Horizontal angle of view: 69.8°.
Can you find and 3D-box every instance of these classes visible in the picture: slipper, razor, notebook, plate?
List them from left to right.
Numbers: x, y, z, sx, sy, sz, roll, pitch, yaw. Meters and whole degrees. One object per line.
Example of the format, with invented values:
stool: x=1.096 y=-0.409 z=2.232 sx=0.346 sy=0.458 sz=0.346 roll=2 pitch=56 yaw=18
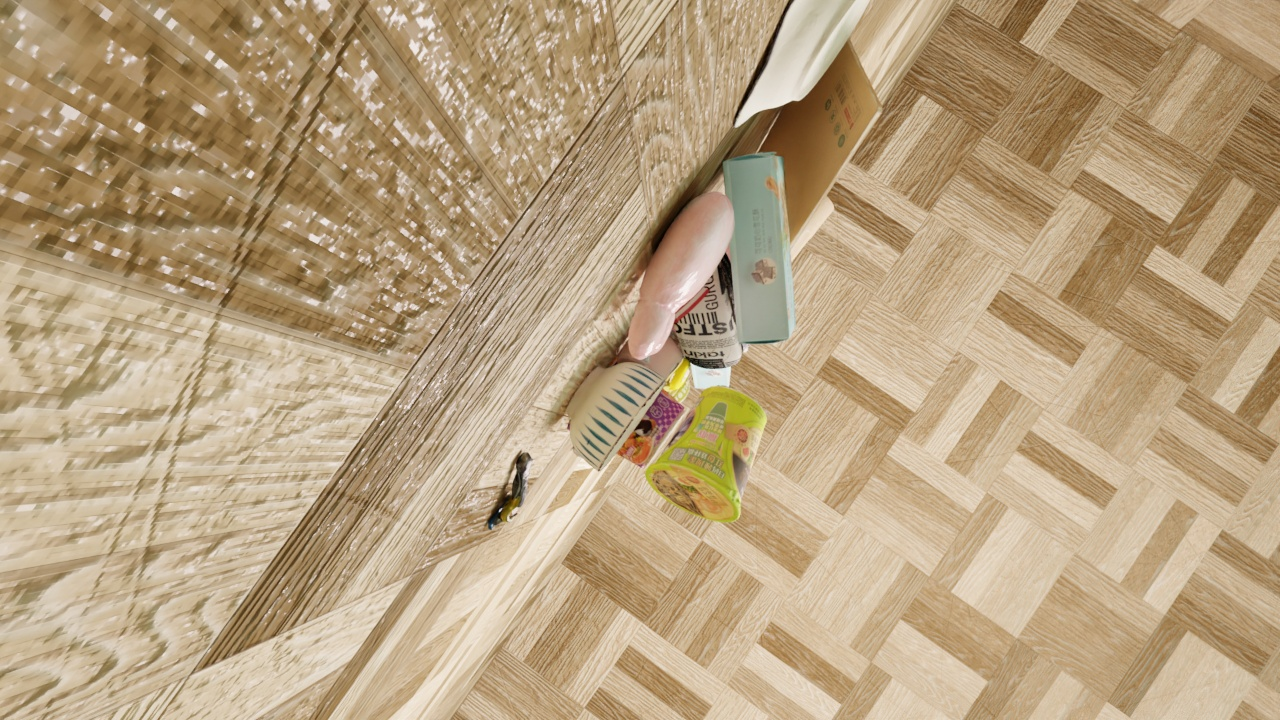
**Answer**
razor: x=-0.120 y=0.126 z=0.893 sx=0.042 sy=0.022 sz=0.143 roll=-53 pitch=174 yaw=-36
slipper: x=0.035 y=0.020 z=1.281 sx=0.091 sy=0.081 sz=0.191 roll=-55 pitch=178 yaw=-24
notebook: x=0.161 y=-0.209 z=0.899 sx=0.208 sy=0.008 sz=0.147 roll=119 pitch=-29 yaw=-47
plate: x=0.144 y=-0.266 z=0.736 sx=0.163 sy=0.034 sz=0.164 roll=-50 pitch=173 yaw=-33

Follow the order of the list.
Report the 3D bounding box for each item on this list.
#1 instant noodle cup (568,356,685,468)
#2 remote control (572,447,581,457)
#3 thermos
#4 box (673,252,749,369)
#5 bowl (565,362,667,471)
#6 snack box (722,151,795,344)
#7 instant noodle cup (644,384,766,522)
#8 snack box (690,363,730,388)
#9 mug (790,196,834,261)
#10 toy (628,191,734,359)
instant noodle cup: x=-0.011 y=0.061 z=1.035 sx=0.111 sy=0.099 sz=0.112 roll=-53 pitch=173 yaw=-10
remote control: x=-0.044 y=0.068 z=1.197 sx=0.136 sy=0.020 sz=0.055 roll=-58 pitch=175 yaw=23
thermos: x=0.050 y=-0.061 z=1.005 sx=0.198 sy=0.067 sz=0.087 roll=-51 pitch=167 yaw=-26
box: x=0.075 y=-0.067 z=0.936 sx=0.163 sy=0.076 sz=0.087 roll=69 pitch=30 yaw=-42
bowl: x=-0.033 y=0.047 z=0.928 sx=0.116 sy=0.066 sz=0.116 roll=-53 pitch=174 yaw=-8
snack box: x=0.114 y=-0.106 z=0.869 sx=0.074 sy=0.052 sz=0.175 roll=-41 pitch=126 yaw=-72
instant noodle cup: x=0.081 y=0.097 z=1.014 sx=0.123 sy=0.111 sz=0.112 roll=-61 pitch=178 yaw=-27
snack box: x=0.094 y=-0.024 z=1.213 sx=0.175 sy=0.052 sz=0.074 roll=72 pitch=23 yaw=-67
mug: x=0.197 y=-0.201 z=1.299 sx=0.103 sy=0.084 sz=0.125 roll=-53 pitch=-147 yaw=-1
toy: x=0.033 y=-0.075 z=0.801 sx=0.159 sy=0.054 sz=0.121 roll=-62 pitch=172 yaw=8
